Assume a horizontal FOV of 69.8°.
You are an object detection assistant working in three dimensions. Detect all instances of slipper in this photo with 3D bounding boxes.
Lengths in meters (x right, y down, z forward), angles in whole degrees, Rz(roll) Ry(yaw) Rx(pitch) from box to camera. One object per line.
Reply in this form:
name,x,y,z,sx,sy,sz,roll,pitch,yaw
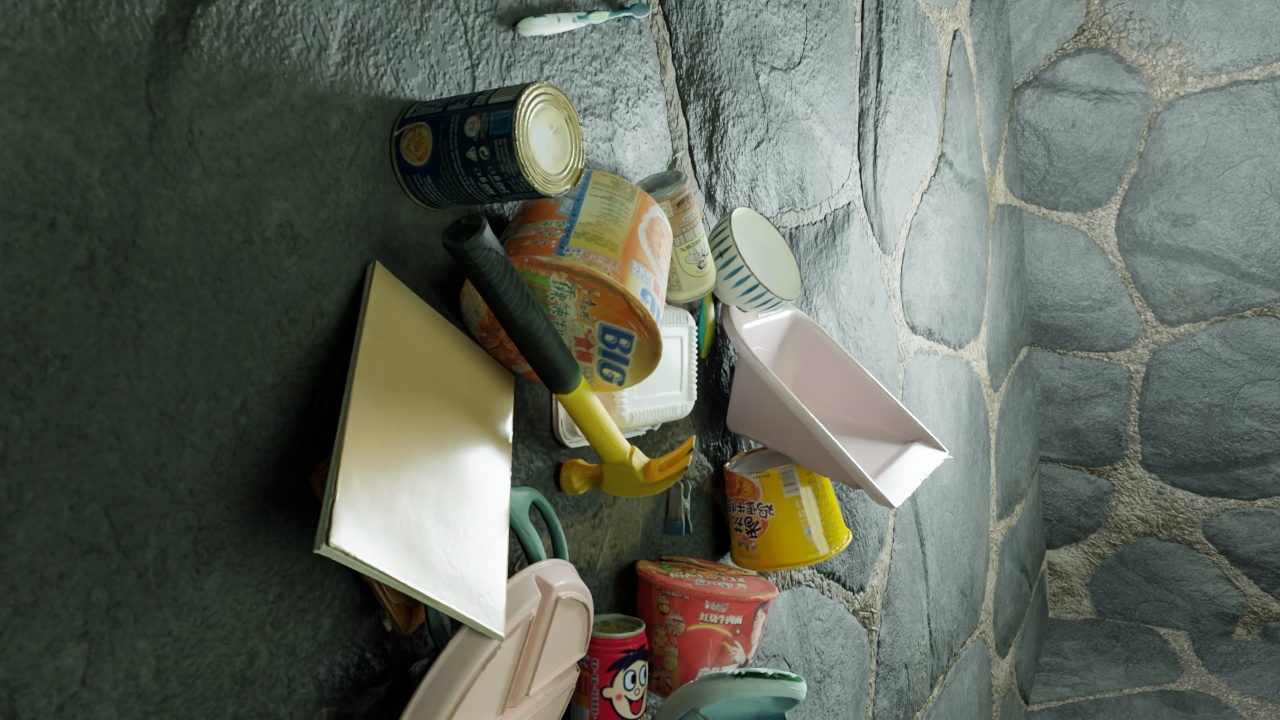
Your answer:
slipper,0.052,0.350,0.801,0.104,0.246,0.074,18,33,-28

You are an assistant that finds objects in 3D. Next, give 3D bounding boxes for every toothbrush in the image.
toothbrush,-0.047,-0.293,0.786,0.191,0.018,0.016,-34,120,-49

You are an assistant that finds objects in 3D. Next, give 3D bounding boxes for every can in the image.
can,0.032,-0.118,0.877,0.058,0.059,0.116,-52,133,-43
can,-0.027,0.274,0.795,0.066,0.067,0.094,0,91,-57
can,-0.101,-0.143,0.617,0.075,0.111,0.075,-4,94,-57

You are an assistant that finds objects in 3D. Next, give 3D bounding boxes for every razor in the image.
razor,0.061,-0.063,0.957,0.043,0.028,0.133,-41,127,-53

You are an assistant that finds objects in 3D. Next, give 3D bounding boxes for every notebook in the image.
notebook,-0.129,0.054,0.581,0.149,0.012,0.211,45,30,-42

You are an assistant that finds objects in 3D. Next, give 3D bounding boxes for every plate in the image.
plate,-0.100,0.248,0.643,0.228,0.028,0.230,-48,152,-37

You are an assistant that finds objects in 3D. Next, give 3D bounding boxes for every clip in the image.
clip,0.040,0.149,0.935,0.041,0.026,0.058,4,84,-50

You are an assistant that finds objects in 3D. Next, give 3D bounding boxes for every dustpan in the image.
dustpan,0.206,0.025,1.000,0.222,0.274,0.139,-20,126,-59

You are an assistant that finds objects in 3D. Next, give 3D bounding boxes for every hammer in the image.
hammer,-0.054,0.013,0.667,0.301,0.129,0.032,59,35,-44

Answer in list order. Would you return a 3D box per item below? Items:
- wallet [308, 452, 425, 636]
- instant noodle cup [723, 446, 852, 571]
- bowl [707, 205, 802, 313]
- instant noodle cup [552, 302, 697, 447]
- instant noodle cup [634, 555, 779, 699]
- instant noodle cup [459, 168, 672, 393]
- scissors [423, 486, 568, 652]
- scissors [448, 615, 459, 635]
wallet,-0.159,0.104,0.609,0.118,0.035,0.131,-52,127,-50
instant noodle cup,0.156,0.158,1.024,0.137,0.138,0.110,-24,102,-55
bowl,0.111,-0.099,0.976,0.116,0.066,0.116,30,42,-33
instant noodle cup,-0.005,0.005,0.825,0.173,0.060,0.138,-4,95,-56
instant noodle cup,0.056,0.256,0.871,0.137,0.138,0.108,9,90,-57
instant noodle cup,-0.046,-0.063,0.688,0.151,0.152,0.111,57,38,-42
scissors,-0.096,0.129,0.658,0.181,0.019,0.170,33,53,-52
scissors,-0.130,0.187,0.667,0.159,0.014,0.175,41,55,-45
